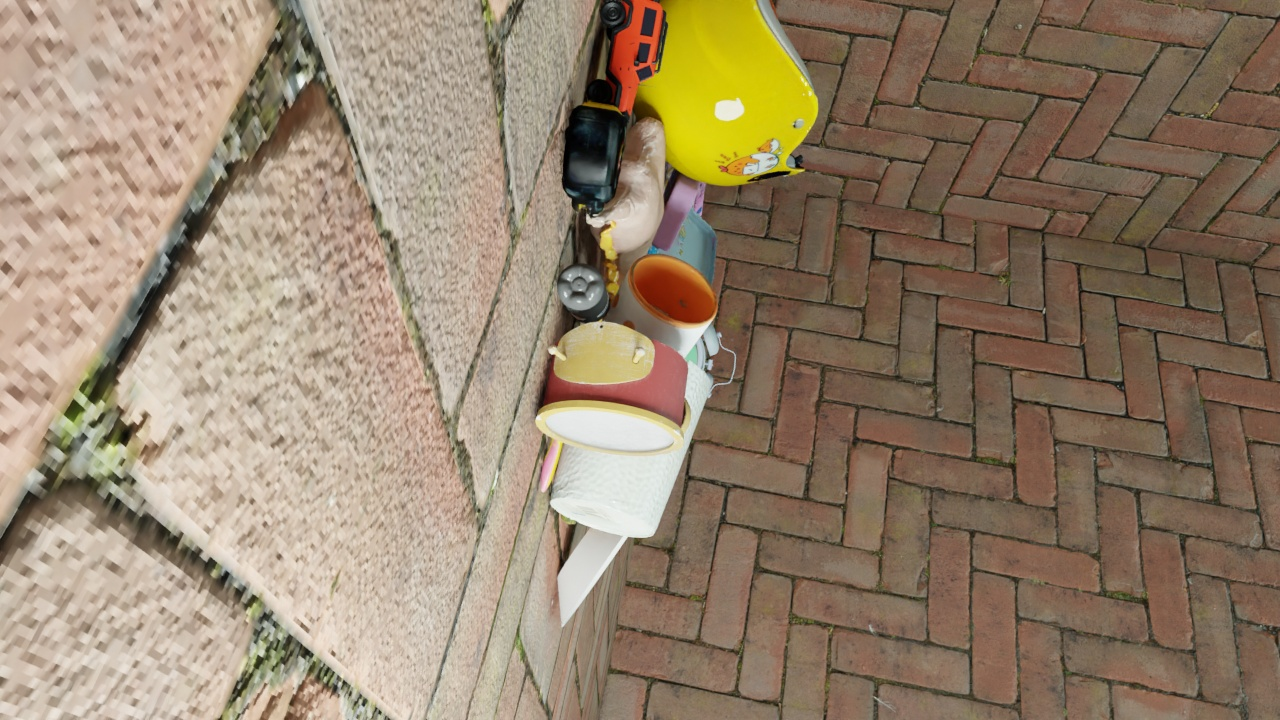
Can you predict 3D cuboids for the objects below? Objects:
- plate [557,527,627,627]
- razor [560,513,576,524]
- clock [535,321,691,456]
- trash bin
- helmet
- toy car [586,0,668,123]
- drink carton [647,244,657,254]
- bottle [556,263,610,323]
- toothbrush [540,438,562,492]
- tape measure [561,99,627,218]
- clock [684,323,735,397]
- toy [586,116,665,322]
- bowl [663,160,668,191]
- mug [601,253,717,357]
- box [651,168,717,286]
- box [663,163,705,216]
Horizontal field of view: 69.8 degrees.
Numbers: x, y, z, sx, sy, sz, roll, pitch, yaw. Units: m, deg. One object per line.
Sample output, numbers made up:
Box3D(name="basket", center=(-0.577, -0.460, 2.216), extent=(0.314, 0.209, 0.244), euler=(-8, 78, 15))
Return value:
Box3D(name="plate", center=(-0.053, 0.223, 1.056), extent=(0.173, 0.036, 0.174), euler=(-54, 173, -10))
Box3D(name="razor", center=(-0.039, 0.139, 0.989), extent=(0.105, 0.026, 0.042), euler=(-18, 128, -36))
Box3D(name="clock", center=(-0.015, 0.027, 0.750), extent=(0.159, 0.117, 0.081), euler=(58, 37, -62))
Box3D(name="trash bin", center=(-0.015, 0.080, 0.902), extent=(0.133, 0.133, 0.161), euler=(91, 16, -67))
Box3D(name="helmet", center=(0.058, -0.251, 0.851), extent=(0.240, 0.139, 0.209), euler=(79, -8, -79))
Box3D(name="toy car", center=(-0.009, -0.230, 0.701), extent=(0.051, 0.049, 0.100), euler=(-32, 132, -84))
Box3D(name="drink carton", center=(0.000, -0.132, 1.123), extent=(0.129, 0.044, 0.038), euler=(65, 35, -80))
Box3D(name="bottle", center=(-0.044, -0.051, 0.748), extent=(0.110, 0.036, 0.036), euler=(69, 31, -82))
Box3D(name="toothbrush", center=(-0.069, 0.048, 0.800), extent=(0.021, 0.016, 0.135), euler=(106, -5, -85))
Box3D(name="tape measure", center=(-0.033, -0.145, 0.646), extent=(0.072, 0.042, 0.071), euler=(102, 2, -55))
Box3D(name="clock", center=(0.043, -0.003, 1.192), extent=(0.075, 0.161, 0.122), euler=(-55, 154, -83))
Box3D(name="toy", center=(-0.026, -0.088, 0.834), extent=(0.265, 0.065, 0.195), euler=(106, 9, -46))
Box3D(name="bowl", center=(0.005, -0.204, 1.020), extent=(0.110, 0.040, 0.110), euler=(14, 87, -87))
Box3D(name="mug", center=(0.009, -0.029, 0.806), extent=(0.082, 0.082, 0.106), euler=(-76, -167, -46))
Box3D(name="box", center=(0.048, -0.153, 0.987), extent=(0.213, 0.062, 0.140), euler=(-76, 156, -62))
Box3D(name="box", center=(0.028, -0.238, 1.124), extent=(0.090, 0.084, 0.231), euler=(-47, 162, -23))
